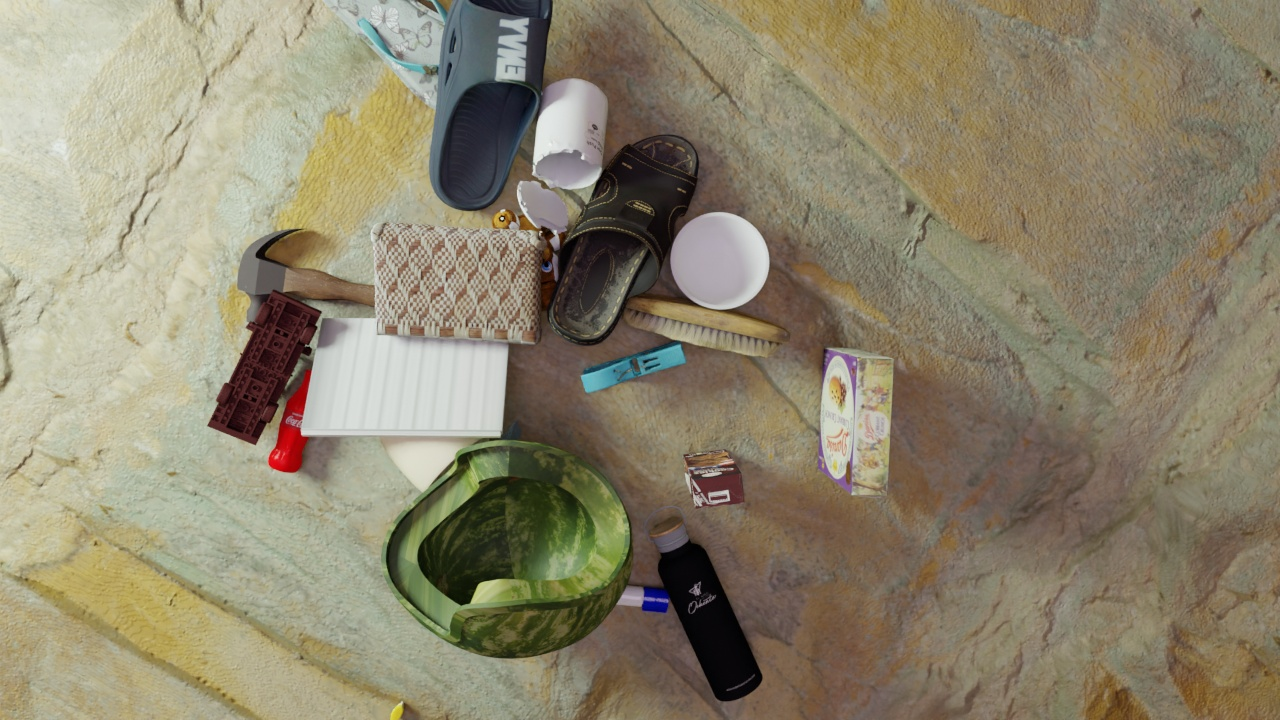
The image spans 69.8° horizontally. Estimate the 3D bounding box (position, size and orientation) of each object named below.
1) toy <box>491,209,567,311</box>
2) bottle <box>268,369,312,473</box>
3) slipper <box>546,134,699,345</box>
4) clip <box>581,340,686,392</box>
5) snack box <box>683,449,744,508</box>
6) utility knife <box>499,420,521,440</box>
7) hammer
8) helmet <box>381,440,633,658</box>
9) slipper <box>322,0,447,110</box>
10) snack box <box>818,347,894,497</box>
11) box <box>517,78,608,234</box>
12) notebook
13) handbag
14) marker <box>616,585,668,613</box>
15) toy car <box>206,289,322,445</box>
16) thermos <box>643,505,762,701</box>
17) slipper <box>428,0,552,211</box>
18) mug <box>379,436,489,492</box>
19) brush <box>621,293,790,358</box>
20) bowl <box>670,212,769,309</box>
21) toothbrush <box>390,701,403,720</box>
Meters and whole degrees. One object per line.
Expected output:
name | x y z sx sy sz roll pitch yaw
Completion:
toy | -0.118 -0.114 1.026 0.087 0.067 0.112 -15 82 -14
bottle | -0.391 0.068 1.049 0.036 0.036 0.119 19 94 -3
slipper | -0.017 -0.140 1.000 0.113 0.076 0.267 28 78 0
clip | -0.008 0.004 1.055 0.127 0.114 0.028 -19 94 -6
snack box | 0.078 0.128 1.010 0.051 0.141 0.032 -7 95 -1
utility knife | -0.204 0.153 1.071 0.031 0.015 0.205 38 92 -8
hammer | -0.292 -0.073 1.043 0.323 0.033 0.115 11 98 -3
helmet | -0.131 0.203 0.968 0.243 0.248 0.212 13 60 -36
slipper | -0.254 -0.357 1.010 0.269 0.054 0.098 37 95 -2
snack box | 0.234 0.063 1.006 0.040 0.143 0.148 2 94 -3
box | -0.081 -0.216 0.988 0.093 0.083 0.165 -14 61 33
notebook | -0.251 0.017 0.996 0.210 0.009 0.142 0 61 -1
handbag | -0.195 -0.083 0.990 0.186 0.047 0.124 4 106 0
marker | -0.034 0.276 1.080 0.133 0.023 0.027 6 116 -2
toy car | -0.415 0.004 1.021 0.070 0.062 0.170 26 100 -19
thermos | 0.068 0.276 1.062 0.061 0.061 0.231 -24 95 1
slipper | -0.161 -0.283 0.972 0.110 0.083 0.268 9 109 -24
mug | -0.229 0.074 1.023 0.100 0.096 0.120 45 93 7
brush | 0.071 -0.041 1.037 0.195 0.059 0.043 12 104 1
bowl | 0.087 -0.108 1.038 0.110 0.040 0.110 0 83 -3
toothbrush | -0.316 0.465 1.095 0.021 0.016 0.135 29 96 -5
